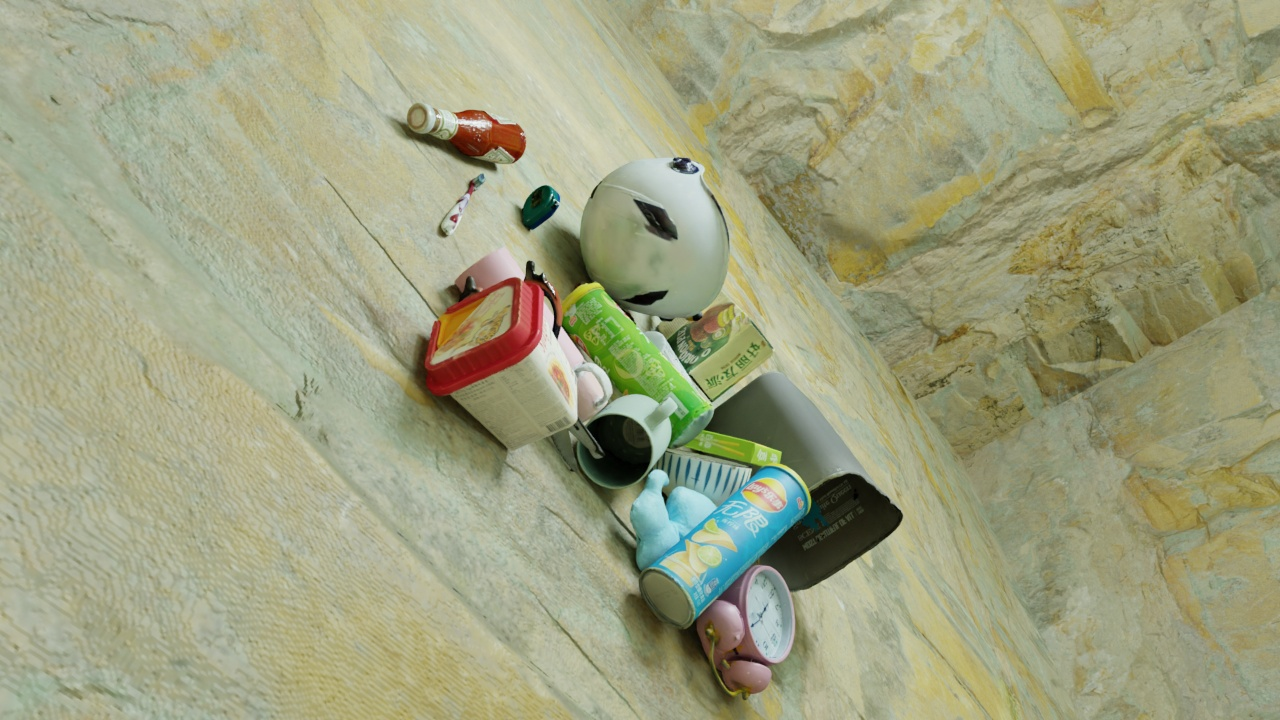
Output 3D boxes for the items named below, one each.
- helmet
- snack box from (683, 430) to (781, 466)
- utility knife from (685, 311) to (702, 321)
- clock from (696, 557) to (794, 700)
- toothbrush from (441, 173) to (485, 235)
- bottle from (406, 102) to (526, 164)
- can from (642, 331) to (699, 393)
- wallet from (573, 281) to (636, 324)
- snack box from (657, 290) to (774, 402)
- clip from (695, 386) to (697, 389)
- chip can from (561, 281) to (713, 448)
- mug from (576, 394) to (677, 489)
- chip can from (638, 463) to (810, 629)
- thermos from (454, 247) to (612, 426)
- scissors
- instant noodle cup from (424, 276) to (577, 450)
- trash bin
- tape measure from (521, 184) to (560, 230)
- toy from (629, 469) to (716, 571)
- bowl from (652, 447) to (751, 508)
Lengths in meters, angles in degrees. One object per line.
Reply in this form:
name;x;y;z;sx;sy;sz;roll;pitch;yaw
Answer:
helmet;0.000;-0.167;1.259;0.145;0.229;0.258;-4;28;-24
snack box;0.087;0.102;1.133;0.085;0.157;0.026;21;82;-57
utility knife;0.052;-0.083;1.383;0.218;0.015;0.033;-152;-119;-72
clock;0.107;0.281;0.964;0.158;0.060;0.117;-45;114;-50
toothbrush;-0.206;-0.186;1.078;0.016;0.017;0.187;47;21;-20
bottle;-0.217;-0.288;1.155;0.059;0.060;0.205;59;22;9
can;0.034;0.029;1.191;0.147;0.058;0.058;56;15;-41
wallet;-0.038;-0.039;1.217;0.101;0.032;0.124;28;33;-48
snack box;0.102;-0.034;1.321;0.063;0.114;0.240;50;4;-20
clip;0.066;0.032;1.370;0.055;0.013;0.034;20;39;-62
chip can;-0.006;0.006;1.090;0.221;0.073;0.072;48;18;15
mug;-0.004;0.076;0.990;0.082;0.112;0.106;51;18;2
chip can;0.091;0.188;0.954;0.209;0.071;0.071;-32;88;-39
thermos;-0.106;-0.024;0.955;0.198;0.087;0.067;55;45;0
scissors;-0.100;0.004;0.918;0.197;0.214;0.015;20;18;7
instant noodle cup;-0.121;0.008;0.849;0.124;0.117;0.116;58;16;-33
trash bin;0.197;0.157;1.233;0.198;0.199;0.219;39;19;-41
tape measure;-0.133;-0.207;1.218;0.025;0.058;0.054;38;28;-40
toy;0.044;0.186;0.993;0.155;0.050;0.161;-24;107;-48
bowl;0.068;0.145;1.085;0.116;0.117;0.066;16;85;-60
